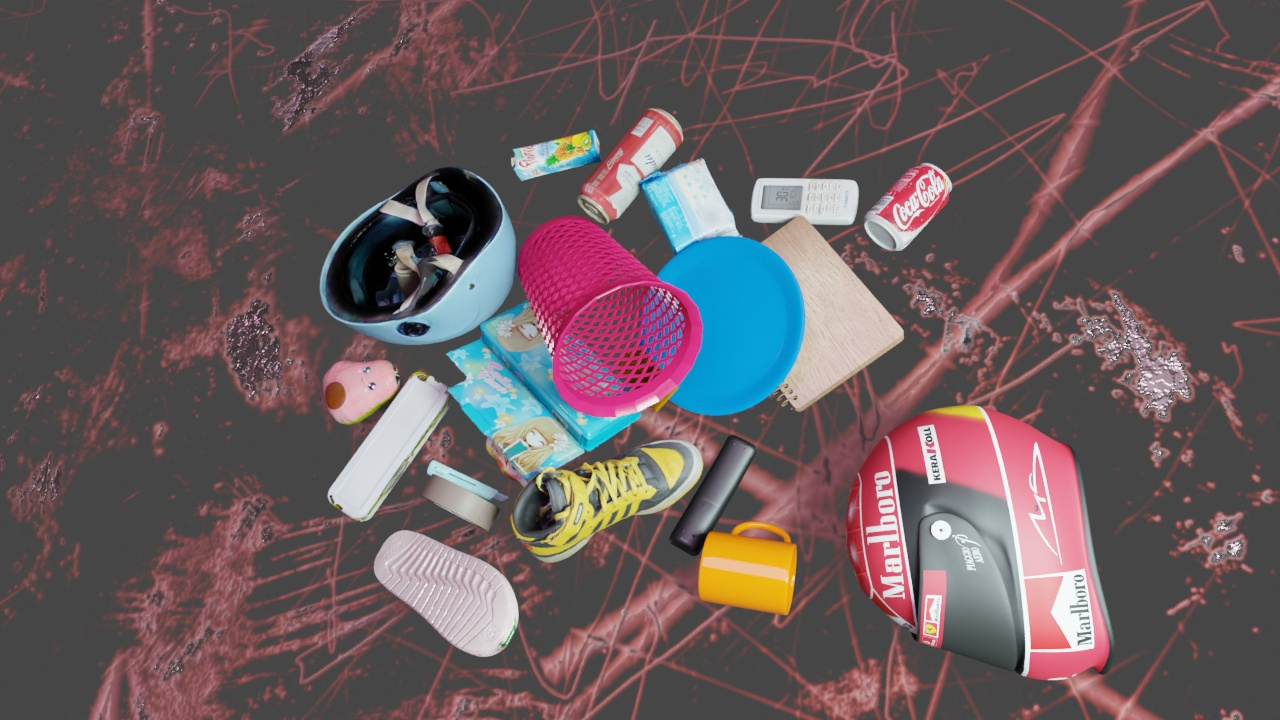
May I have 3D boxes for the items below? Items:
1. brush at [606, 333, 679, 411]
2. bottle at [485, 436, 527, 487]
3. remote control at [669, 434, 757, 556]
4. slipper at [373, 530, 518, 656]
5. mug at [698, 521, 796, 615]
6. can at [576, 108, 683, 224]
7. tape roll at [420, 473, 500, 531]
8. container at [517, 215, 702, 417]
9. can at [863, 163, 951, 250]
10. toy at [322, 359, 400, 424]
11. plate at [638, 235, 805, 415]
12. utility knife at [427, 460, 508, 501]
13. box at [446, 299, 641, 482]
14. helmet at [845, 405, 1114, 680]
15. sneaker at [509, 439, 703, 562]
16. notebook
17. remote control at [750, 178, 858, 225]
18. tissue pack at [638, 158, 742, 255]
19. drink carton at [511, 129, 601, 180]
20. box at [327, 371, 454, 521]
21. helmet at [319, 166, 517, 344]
[{"bbox_3d":[-0.007,0.007,1.168,0.048,0.017,0.126,-49,62,11],"label":"brush"},{"bbox_3d":[-0.143,0.122,1.134,0.063,0.063,0.109,-39,63,-4],"label":"bottle"},{"bbox_3d":[0.086,0.158,1.088,0.041,0.020,0.151,27,75,21],"label":"remote control"},{"bbox_3d":[-0.223,0.274,1.093,0.240,0.064,0.094,19,70,38],"label":"slipper"},{"bbox_3d":[0.124,0.223,1.027,0.096,0.078,0.112,6,41,16],"label":"mug"},{"bbox_3d":[-0.014,-0.268,1.264,0.067,0.067,0.170,35,79,24],"label":"can"},{"bbox_3d":[-0.219,0.173,1.115,0.094,0.094,0.030,22,74,21],"label":"tape roll"},{"bbox_3d":[-0.057,-0.071,1.119,0.183,0.183,0.225,-34,43,-2],"label":"container"},{"bbox_3d":[0.335,-0.192,1.148,0.104,0.064,0.064,-46,65,-7],"label":"can"},{"bbox_3d":[-0.374,0.035,1.235,0.110,0.051,0.090,-22,66,3],"label":"toy"},{"bbox_3d":[0.101,-0.042,1.141,0.225,0.024,0.224,-5,80,29],"label":"plate"},{"bbox_3d":[-0.220,0.157,1.167,0.120,0.015,0.022,20,49,19],"label":"utility knife"},{"bbox_3d":[-0.136,0.033,1.150,0.181,0.039,0.227,-31,61,-30],"label":"box"},{"bbox_3d":[0.323,0.181,0.923,0.225,0.197,0.270,-6,75,11],"label":"helmet"},{"bbox_3d":[-0.045,0.150,1.067,0.238,0.122,0.086,-31,65,1],"label":"sneaker"},{"bbox_3d":[0.194,-0.058,1.143,0.169,0.022,0.210,-36,64,3],"label":"notebook"},{"bbox_3d":[0.215,-0.209,1.206,0.138,0.025,0.060,4,69,15],"label":"remote control"},{"bbox_3d":[0.066,-0.199,1.219,0.093,0.062,0.144,-25,68,1],"label":"tissue pack"},{"bbox_3d":[-0.121,-0.293,1.317,0.129,0.038,0.044,-11,66,9],"label":"drink carton"},{"bbox_3d":[-0.324,0.112,1.205,0.066,0.045,0.209,31,78,10],"label":"box"},{"bbox_3d":[-0.280,-0.115,1.208,0.266,0.167,0.225,-21,53,6],"label":"helmet"}]
